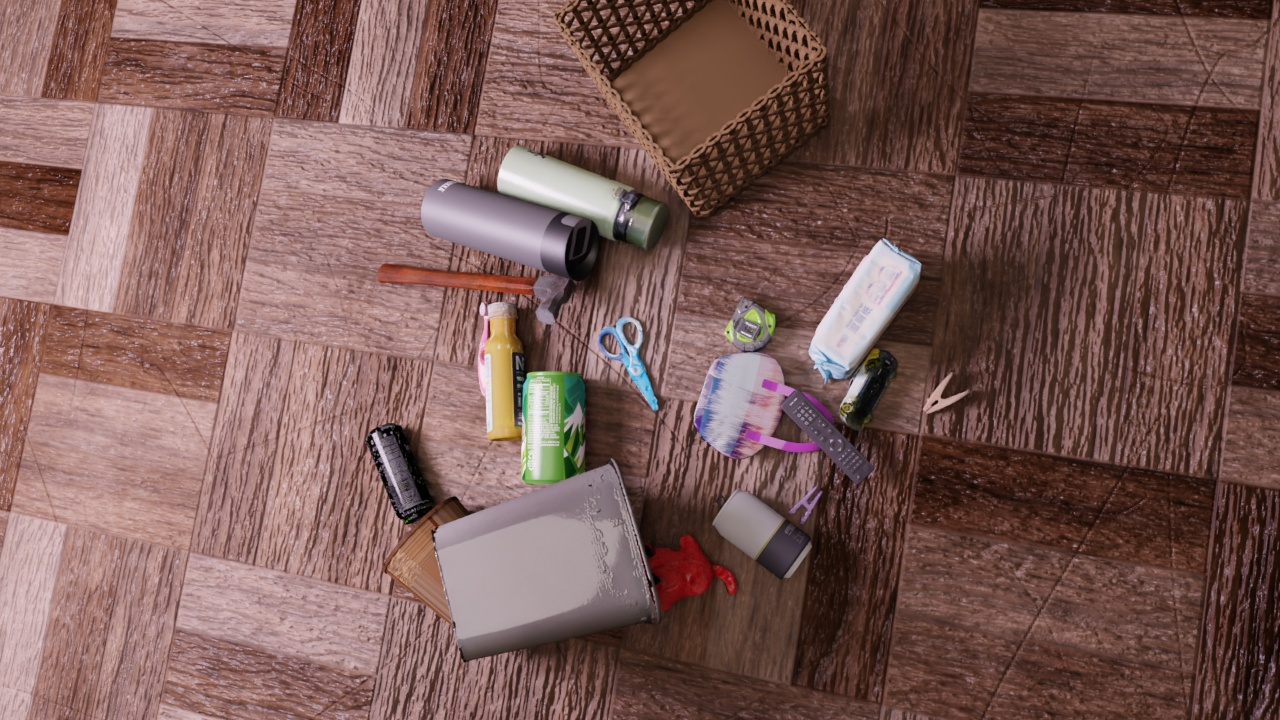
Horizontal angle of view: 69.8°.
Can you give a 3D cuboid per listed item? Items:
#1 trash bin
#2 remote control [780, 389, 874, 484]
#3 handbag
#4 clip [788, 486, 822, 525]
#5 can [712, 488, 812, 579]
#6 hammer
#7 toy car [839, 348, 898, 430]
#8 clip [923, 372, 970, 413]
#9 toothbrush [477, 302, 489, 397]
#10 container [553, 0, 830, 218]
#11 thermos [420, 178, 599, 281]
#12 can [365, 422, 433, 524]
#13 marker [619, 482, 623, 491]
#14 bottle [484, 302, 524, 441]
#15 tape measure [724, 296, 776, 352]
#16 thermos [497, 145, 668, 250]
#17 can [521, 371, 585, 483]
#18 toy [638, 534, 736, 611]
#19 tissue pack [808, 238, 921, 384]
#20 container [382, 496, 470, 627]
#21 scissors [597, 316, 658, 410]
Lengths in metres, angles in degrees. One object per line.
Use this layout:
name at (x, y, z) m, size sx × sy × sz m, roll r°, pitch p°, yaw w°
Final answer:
trash bin at (-0.115, 0.244, 1.077) m, size 0.220 × 0.198 × 0.197 m, roll -15°, pitch 78°, yaw -11°
remote control at (0.228, 0.094, 1.126) m, size 0.032 × 0.015 × 0.136 m, roll -44°, pitch 90°, yaw -2°
handbag at (0.159, 0.067, 1.162) m, size 0.170 × 0.068 × 0.144 m, roll 18°, pitch 88°, yaw 8°
clip at (0.213, 0.187, 1.157) m, size 0.052 × 0.014 × 0.041 m, roll -30°, pitch 78°, yaw 11°
can at (0.147, 0.212, 1.142) m, size 0.127 × 0.064 × 0.064 m, roll 36°, pitch 92°, yaw 14°
hammer at (-0.232, -0.110, 1.267) m, size 0.301 × 0.028 × 0.110 m, roll 7°, pitch 48°, yaw 21°
toy car at (0.280, 0.035, 1.141) m, size 0.033 × 0.048 × 0.105 m, roll 28°, pitch 89°, yaw 47°
clip at (0.378, 0.046, 1.129) m, size 0.039 × 0.024 × 0.060 m, roll 36°, pitch 102°, yaw 17°
toothbrush at (-0.216, -0.015, 1.277) m, size 0.022 × 0.016 × 0.135 m, roll -4°, pitch 82°, yaw 17°
container at (0.074, -0.359, 1.145) m, size 0.220 × 0.214 × 0.251 m, roll -37°, pitch 77°, yaw 7°
thermos at (-0.175, -0.177, 1.230) m, size 0.241 × 0.082 × 0.082 m, roll 19°, pitch 88°, yaw 25°
can at (-0.332, 0.155, 1.266) m, size 0.054 × 0.054 × 0.137 m, roll -28°, pitch 79°, yaw 9°
marker at (-0.075, 0.218, 1.217) m, size 0.019 × 0.019 × 0.145 m, roll 42°, pitch 94°, yaw 14°
bottle at (-0.184, 0.015, 1.247) m, size 0.053 × 0.053 × 0.186 m, roll -6°, pitch 80°, yaw 12°
tape measure at (0.143, -0.042, 1.186) m, size 0.059 × 0.036 × 0.065 m, roll 25°, pitch 89°, yaw 14°
thermos at (-0.075, -0.219, 1.233) m, size 0.231 × 0.082 × 0.082 m, roll 24°, pitch 89°, yaw 15°
can at (-0.114, 0.089, 1.207) m, size 0.083 × 0.083 × 0.144 m, roll -1°, pitch 83°, yaw 13°
toy at (0.053, 0.280, 1.170) m, size 0.133 × 0.094 × 0.088 m, roll 5°, pitch 42°, yaw -8°
tissue pack at (0.268, -0.055, 1.119) m, size 0.070 × 0.112 × 0.182 m, roll 36°, pitch 93°, yaw 13°
container at (-0.228, 0.283, 1.195) m, size 0.167 × 0.132 × 0.132 m, roll 42°, pitch 94°, yaw 8°
scissors at (-0.008, 0.007, 1.230) m, size 0.066 × 0.015 × 0.135 m, roll -29°, pitch 81°, yaw 8°
